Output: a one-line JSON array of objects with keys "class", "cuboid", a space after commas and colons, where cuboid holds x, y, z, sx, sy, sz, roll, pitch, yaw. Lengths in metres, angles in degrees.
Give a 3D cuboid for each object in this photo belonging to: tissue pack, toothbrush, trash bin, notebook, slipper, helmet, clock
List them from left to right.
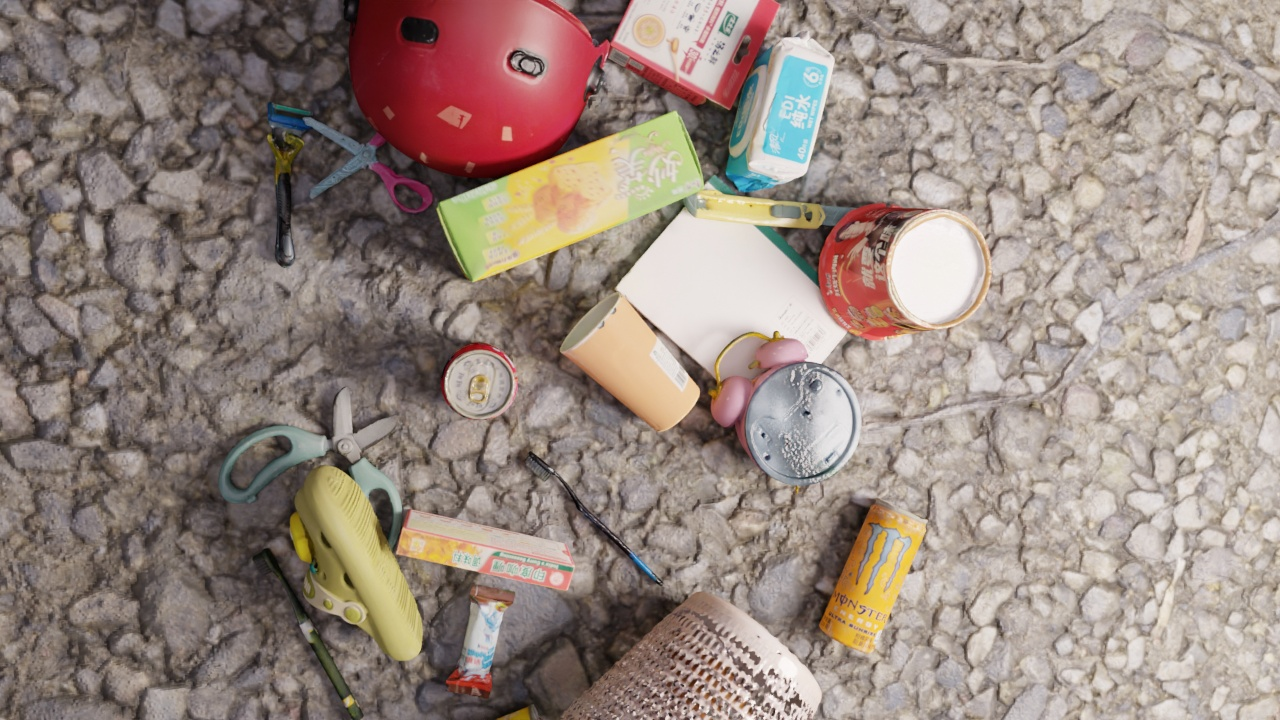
[{"class": "toothbrush", "cuboid": [-0.308, 0.257, 0.851, 0.017, 0.012, 0.186, -26, 98, -2]}, {"class": "slipper", "cuboid": [-0.257, 0.187, 0.800, 0.081, 0.091, 0.190, -26, 102, -7]}, {"class": "helmet", "cuboid": [-0.139, -0.221, 0.740, 0.207, 0.240, 0.144, 12, 98, -13]}, {"class": "toothbrush", "cuboid": [-0.044, 0.157, 0.890, 0.016, 0.014, 0.189, -44, 100, -4]}, {"class": "trash bin", "cuboid": [0.050, 0.329, 0.830, 0.227, 0.228, 0.191, 45, 73, -10]}, {"class": "notebook", "cuboid": [0.099, -0.058, 0.902, 0.209, 0.012, 0.150, 41, 85, -11]}, {"class": "tissue pack", "cuboid": [0.126, -0.229, 0.857, 0.063, 0.090, 0.140, 14, 92, -11]}, {"class": "clock", "cuboid": [0.135, 0.044, 0.879, 0.117, 0.060, 0.158, -42, 102, -6]}]

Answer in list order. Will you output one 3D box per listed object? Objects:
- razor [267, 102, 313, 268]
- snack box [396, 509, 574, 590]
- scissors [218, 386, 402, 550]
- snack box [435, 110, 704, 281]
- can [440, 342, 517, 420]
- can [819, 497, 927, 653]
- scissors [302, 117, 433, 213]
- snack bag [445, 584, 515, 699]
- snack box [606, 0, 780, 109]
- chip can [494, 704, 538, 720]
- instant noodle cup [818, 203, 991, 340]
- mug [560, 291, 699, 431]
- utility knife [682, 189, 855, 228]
[{"class": "razor", "cuboid": [-0.317, -0.154, 0.819, 0.042, 0.022, 0.143, -2, 97, -48]}, {"class": "snack box", "cuboid": [-0.141, 0.172, 0.842, 0.155, 0.077, 0.027, 15, 90, -11]}, {"class": "scissors", "cuboid": [-0.286, 0.120, 0.844, 0.170, 0.019, 0.179, -25, 96, -9]}, {"class": "snack box", "cuboid": [-0.066, -0.136, 0.794, 0.210, 0.158, 0.070, -23, 99, -8]}, {"class": "can", "cuboid": [-0.144, 0.018, 0.823, 0.066, 0.094, 0.066, -1, 93, -10]}, {"class": "can", "cuboid": [0.233, 0.215, 0.920, 0.058, 0.058, 0.146, 24, 89, -11]}, {"class": "scissors", "cuboid": [-0.240, -0.182, 0.831, 0.133, 0.017, 0.135, -39, 104, -9]}, {"class": "snack bag", "cuboid": [-0.152, 0.267, 0.872, 0.048, 0.026, 0.104, 17, 91, -23]}, {"class": "snack box", "cuboid": [0.048, -0.310, 0.861, 0.127, 0.044, 0.113, 27, 88, -9]}, {"class": "chip can", "cuboid": [-0.189, 0.392, 0.850, 0.213, 0.072, 0.072, -20, 97, -8]}, {"class": "instant noodle cup", "cuboid": [0.254, -0.086, 0.873, 0.137, 0.109, 0.138, -1, 94, -15]}, {"class": "mug", "cuboid": [-0.005, 0.005, 0.859, 0.123, 0.078, 0.078, 44, 85, -14]}, {"class": "utility knife", "cuboid": [0.140, -0.146, 0.899, 0.213, 0.022, 0.031, 2, 94, -21]}]
